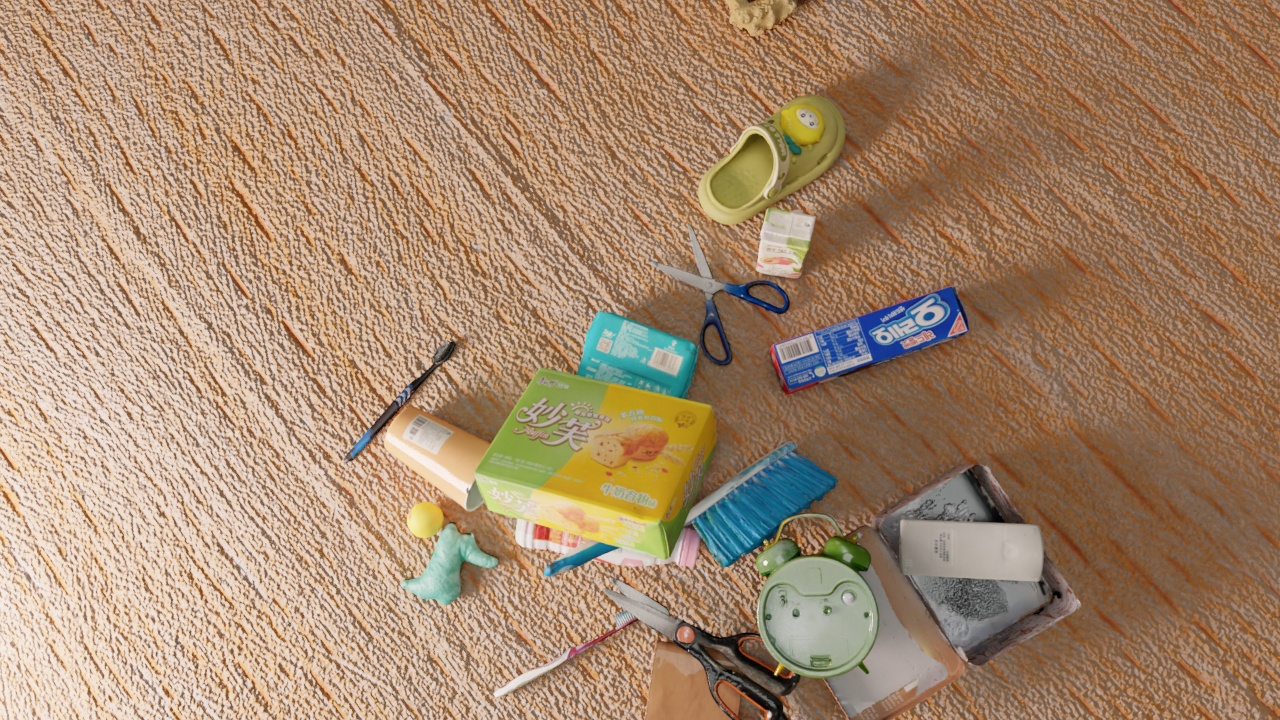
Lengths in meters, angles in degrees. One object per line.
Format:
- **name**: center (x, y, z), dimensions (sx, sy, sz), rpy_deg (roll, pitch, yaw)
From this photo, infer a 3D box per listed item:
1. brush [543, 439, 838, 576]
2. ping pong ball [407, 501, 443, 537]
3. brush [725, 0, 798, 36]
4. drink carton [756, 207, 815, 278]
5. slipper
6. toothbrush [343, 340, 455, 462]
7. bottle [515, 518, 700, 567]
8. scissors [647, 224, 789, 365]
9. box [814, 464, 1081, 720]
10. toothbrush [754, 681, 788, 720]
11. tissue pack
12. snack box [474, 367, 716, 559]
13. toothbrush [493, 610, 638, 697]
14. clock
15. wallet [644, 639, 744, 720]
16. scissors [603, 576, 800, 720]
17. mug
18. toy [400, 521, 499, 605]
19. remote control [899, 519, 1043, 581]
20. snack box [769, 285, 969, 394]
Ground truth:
- **brush**: center (0.058, 0.175, 0.961), dimensions (0.313, 0.061, 0.109), rpy_deg (-31, 72, -20)
- **ping pong ball**: center (-0.242, 0.179, 1.033), dimensions (0.040, 0.040, 0.040), rpy_deg (-1, 82, 5)
- **brush**: center (0.218, -0.442, 1.084), dimensions (0.254, 0.046, 0.083), rpy_deg (-11, 77, 0)
- **drink carton**: center (0.157, -0.128, 0.998), dimensions (0.053, 0.122, 0.045), rpy_deg (13, 81, 7)
- **slipper**: center (0.150, -0.229, 1.036), dimensions (0.190, 0.081, 0.091), rpy_deg (-38, 83, 2)
- **toothbrush**: center (-0.282, 0.048, 1.070), dimensions (0.014, 0.016, 0.189), rpy_deg (42, 89, 17)
- **bottle**: center (-0.034, 0.187, 1.002), dimensions (0.197, 0.068, 0.068), rpy_deg (10, 83, 2)
- **scissors**: center (0.089, -0.075, 1.051), dimensions (0.174, 0.012, 0.162), rpy_deg (3, 85, 8)
- **box**: center (0.286, 0.242, 0.953), dimensions (0.259, 0.082, 0.177), rpy_deg (-32, 80, 0)
- **toothbrush**: center (0.176, 0.418, 0.967), dimensions (0.027, 0.026, 0.212), rpy_deg (-33, 80, 8)
- **tissue pack**: center (-0.006, 0.006, 1.031), dimensions (0.133, 0.050, 0.093), rpy_deg (21, 86, 8)
- **snack box**: center (-0.043, 0.102, 0.955), dimensions (0.210, 0.070, 0.157), rpy_deg (12, 49, 19)
- **toothbrush**: center (-0.081, 0.321, 1.011), dimensions (0.187, 0.016, 0.017), rpy_deg (-29, 72, 1)
- **clock**: center (0.174, 0.232, 0.911), dimensions (0.116, 0.056, 0.161), rpy_deg (-4, 84, 9)
- **wallet**: center (0.057, 0.367, 0.990), dimensions (0.101, 0.020, 0.115), rpy_deg (9, 86, 6)
- **scissors**: center (0.053, 0.312, 0.974), dimensions (0.235, 0.022, 0.148), rpy_deg (9, 78, 4)
- **mug**: center (-0.221, 0.105, 1.027), dimensions (0.123, 0.078, 0.078), rpy_deg (28, 85, 13)
- **toy**: center (-0.211, 0.230, 1.030), dimensions (0.096, 0.030, 0.092), rpy_deg (19, 86, 2)
- **remote control**: center (0.326, 0.187, 0.908), dimensions (0.135, 0.019, 0.056), rpy_deg (0, 82, 8)
- **snack box**: center (0.249, -0.021, 1.006), dimensions (0.207, 0.058, 0.057), rpy_deg (-19, 80, 3)
